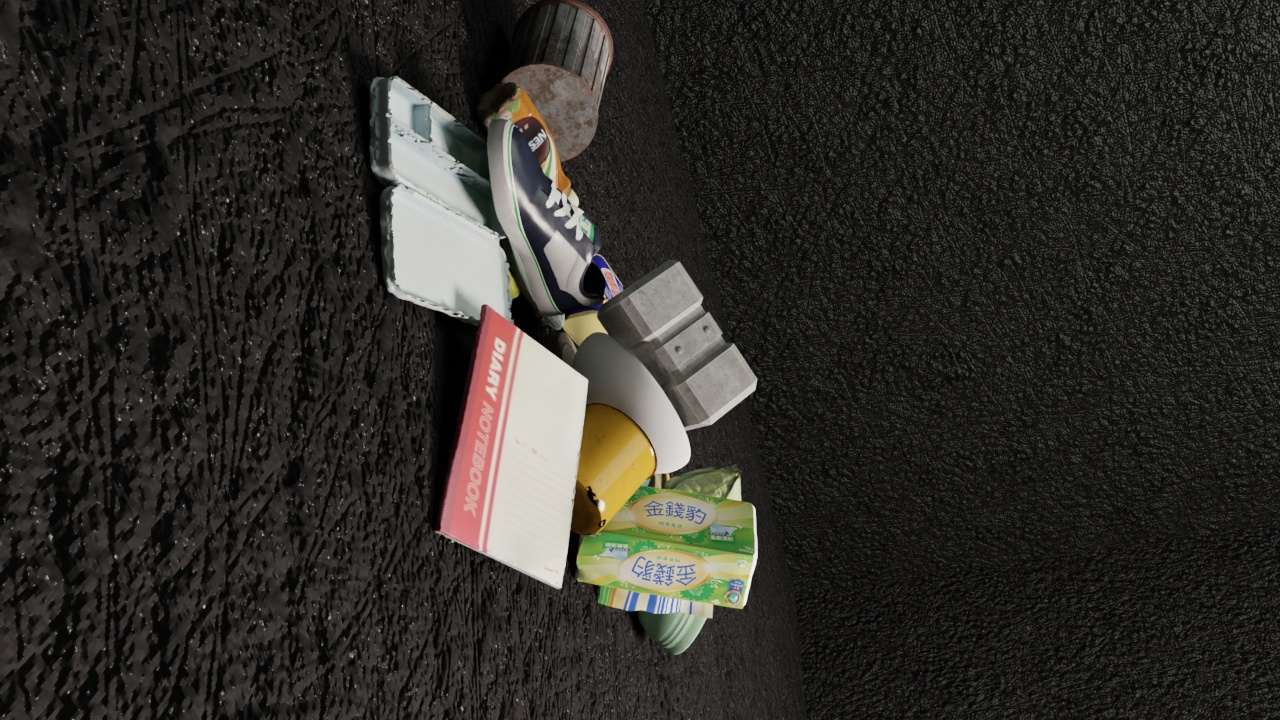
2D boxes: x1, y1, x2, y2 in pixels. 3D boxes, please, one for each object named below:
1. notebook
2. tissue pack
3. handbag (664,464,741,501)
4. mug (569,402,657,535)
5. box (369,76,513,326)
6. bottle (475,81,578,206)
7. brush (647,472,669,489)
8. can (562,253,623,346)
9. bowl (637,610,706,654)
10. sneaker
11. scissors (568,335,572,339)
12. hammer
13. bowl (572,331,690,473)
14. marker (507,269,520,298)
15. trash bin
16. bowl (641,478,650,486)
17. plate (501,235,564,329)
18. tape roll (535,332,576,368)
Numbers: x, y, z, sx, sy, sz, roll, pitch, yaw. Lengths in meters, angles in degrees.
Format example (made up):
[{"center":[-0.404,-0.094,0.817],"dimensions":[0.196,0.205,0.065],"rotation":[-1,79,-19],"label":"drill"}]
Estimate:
[{"center":[-0.104,0.075,0.799],"dimensions":[0.153,0.012,0.208],"rotation":[39,46,-44],"label":"notebook"},{"center":[0.025,0.231,1.042],"dimensions":[0.120,0.198,0.142],"rotation":[-65,166,-62],"label":"tissue pack"},{"center":[0.048,0.199,1.175],"dimensions":[0.117,0.186,0.113],"rotation":[26,-55,56],"label":"handbag"},{"center":[-0.057,0.115,0.929],"dimensions":[0.100,0.124,0.093],"rotation":[48,52,-3],"label":"mug"},{"center":[-0.168,-0.126,0.803],"dimensions":[0.208,0.037,0.189],"rotation":[17,69,-70],"label":"box"},{"center":[-0.121,-0.234,1.042],"dimensions":[0.167,0.059,0.059],"rotation":[56,24,-43],"label":"bottle"},{"center":[0.006,0.201,1.269],"dimensions":[0.043,0.059,0.194],"rotation":[60,25,-25],"label":"brush"},{"center":[-0.057,-0.068,1.151],"dimensions":[0.116,0.057,0.092],"rotation":[53,30,-58],"label":"can"},{"center":[0.041,0.305,1.221],"dimensions":[0.151,0.077,0.150],"rotation":[-62,-172,16],"label":"bowl"},{"center":[-0.086,-0.139,0.902],"dimensions":[0.235,0.079,0.084],"rotation":[72,17,-48],"label":"sneaker"},{"center":[-0.099,-0.095,1.164],"dimensions":[0.126,0.019,0.143],"rotation":[60,20,-55],"label":"scissors"},{"center":[-0.006,0.006,1.078],"dimensions":[0.162,0.082,0.318],"rotation":[56,-24,-4],"label":"hammer"},{"center":[-0.025,0.058,1.000],"dimensions":[0.176,0.066,0.177],"rotation":[49,-17,20],"label":"bowl"},{"center":[-0.153,-0.105,0.915],"dimensions":[0.021,0.017,0.124],"rotation":[-59,146,-24],"label":"marker"},{"center":[-0.104,-0.347,1.120],"dimensions":[0.210,0.131,0.131],"rotation":[-86,161,-49],"label":"trash bin"},{"center":[-0.025,0.116,1.169],"dimensions":[0.150,0.075,0.150],"rotation":[-12,89,-79],"label":"bowl"},{"center":[-0.127,-0.122,1.028],"dimensions":[0.188,0.016,0.188],"rotation":[-16,89,-81],"label":"plate"},{"center":[-0.093,0.016,1.051],"dimensions":[0.093,0.030,0.093],"rotation":[-11,89,-79],"label":"tape roll"}]
